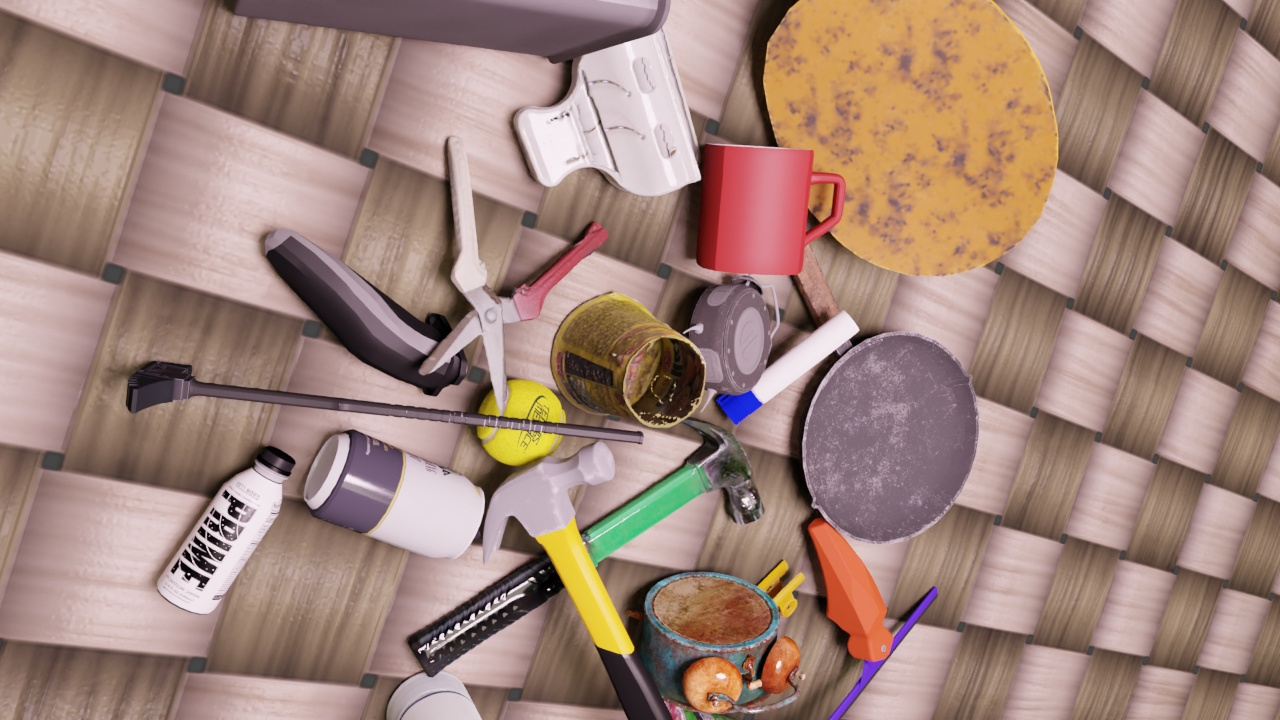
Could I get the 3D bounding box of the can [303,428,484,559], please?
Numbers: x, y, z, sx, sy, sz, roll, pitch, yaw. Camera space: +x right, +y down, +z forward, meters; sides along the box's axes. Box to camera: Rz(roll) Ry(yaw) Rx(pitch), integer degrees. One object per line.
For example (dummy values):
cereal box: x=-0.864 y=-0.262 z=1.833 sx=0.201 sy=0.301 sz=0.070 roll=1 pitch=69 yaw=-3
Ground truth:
can: x=-0.170 y=0.100 z=0.658 sx=0.127 sy=0.064 sz=0.064 roll=29 pitch=86 yaw=-30

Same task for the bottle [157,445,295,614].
bottle: x=-0.275 y=0.111 z=0.619 sx=0.041 sy=0.041 sz=0.116 roll=36 pitch=83 yaw=-29

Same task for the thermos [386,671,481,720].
thermos: x=-0.121 y=0.296 z=0.629 sx=0.067 sy=0.230 sz=0.068 roll=-6 pitch=104 yaw=-25

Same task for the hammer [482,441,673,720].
hammer: x=-0.018 y=0.220 z=0.695 sx=0.127 sy=0.029 sz=0.323 roll=-20 pitch=102 yaw=23

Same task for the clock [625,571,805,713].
clock: x=0.066 y=0.246 z=0.761 sx=0.121 sy=0.158 sz=0.073 roll=-6 pitch=110 yaw=-27

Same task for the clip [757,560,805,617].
clip: x=0.134 y=0.223 z=0.867 sx=0.054 sy=0.046 sz=0.048 roll=-41 pitch=91 yaw=-17

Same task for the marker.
marker: x=0.127 y=0.005 z=0.792 sx=0.133 sy=0.023 sz=0.027 roll=-38 pitch=77 yaw=5

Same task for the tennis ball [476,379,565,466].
tennis ball: x=-0.090 y=0.047 z=0.689 sx=0.065 sy=0.065 sz=0.065 roll=-6 pitch=103 yaw=-27

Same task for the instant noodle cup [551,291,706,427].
instant noodle cup: x=-0.004 y=0.004 z=0.700 sx=0.102 sy=0.108 sz=0.102 roll=-6 pitch=104 yaw=-25

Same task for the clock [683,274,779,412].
clock: x=0.073 y=-0.020 z=0.764 sx=0.122 sy=0.044 sz=0.091 roll=-45 pitch=130 yaw=-45

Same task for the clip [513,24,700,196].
clip: x=-0.015 y=-0.179 z=0.676 sx=0.150 sy=0.110 sz=0.127 roll=-30 pitch=111 yaw=-31

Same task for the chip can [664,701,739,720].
chip can: x=0.098 y=0.374 z=0.854 sx=0.223 sy=0.075 sz=0.075 roll=29 pitch=86 yaw=-30

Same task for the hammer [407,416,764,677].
hammer: x=-0.042 y=0.154 z=0.758 sx=0.318 sy=0.032 sz=0.130 roll=-31 pitch=114 yaw=-19

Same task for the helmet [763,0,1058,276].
helmet: x=0.229 y=-0.207 z=0.756 sx=0.255 sy=0.206 sz=0.131 roll=56 pitch=37 yaw=-11

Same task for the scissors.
scissors: x=-0.104 y=-0.072 z=0.660 sx=0.198 sy=0.015 sz=0.179 roll=-41 pitch=105 yaw=-35

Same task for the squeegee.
squeegee: x=0.205 y=0.232 z=0.881 sx=0.248 sy=0.055 sz=0.185 roll=-36 pitch=107 yaw=-34

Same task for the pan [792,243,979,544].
pan: x=0.195 y=0.009 z=0.850 sx=0.207 sy=0.040 sz=0.357 roll=-35 pitch=107 yaw=-15

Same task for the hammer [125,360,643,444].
hammer: x=-0.152 y=0.035 z=0.597 sx=0.324 sy=0.095 sz=0.015 roll=8 pitch=97 yaw=-16

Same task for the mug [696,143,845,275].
mug: x=0.106 y=-0.121 z=0.737 sx=0.116 sy=0.080 sz=0.097 roll=2 pitch=104 yaw=-7

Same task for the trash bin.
trash bin: x=-0.118 y=-0.247 z=0.542 sx=0.219 sy=0.192 sz=0.097 roll=-1 pitch=101 yaw=-26

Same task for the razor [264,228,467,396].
razor: x=-0.190 y=-0.033 z=0.630 sx=0.156 sy=0.057 sz=0.060 roll=35 pitch=52 yaw=-30
